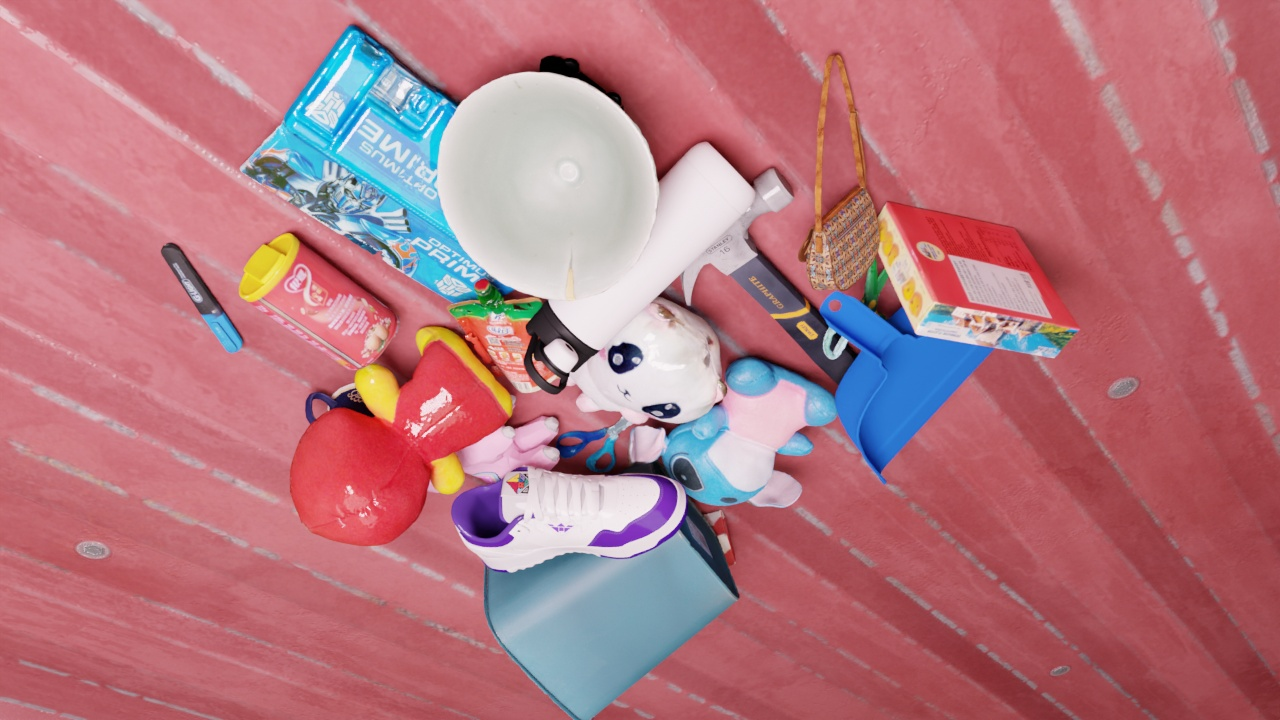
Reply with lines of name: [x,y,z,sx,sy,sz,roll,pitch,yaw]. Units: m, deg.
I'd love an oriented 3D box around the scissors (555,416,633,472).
scissors: [-0.036,0.074,0.997,0.083,0.016,0.135,25,124,-28]

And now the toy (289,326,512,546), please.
toy: [-0.219,0.074,0.833,0.147,0.215,0.099,48,159,-11]

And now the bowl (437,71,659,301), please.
bowl: [-0.065,-0.138,0.704,0.174,0.067,0.174,6,120,10]

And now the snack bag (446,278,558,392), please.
snack bag: [-0.121,-0.024,0.840,0.087,0.044,0.155,-2,150,12]

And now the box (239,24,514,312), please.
box: [-0.178,-0.127,0.745,0.176,0.060,0.243,-38,128,26]

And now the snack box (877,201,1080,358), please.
snack box: [0.291,-0.073,0.812,0.145,0.142,0.040,8,134,-17]

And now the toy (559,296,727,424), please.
toy: [-0.005,0.005,0.882,0.180,0.101,0.139,-22,114,36]

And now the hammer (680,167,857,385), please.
hammer: [0.157,-0.048,0.894,0.140,0.035,0.312,-34,131,22]

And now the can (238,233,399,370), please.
can: [-0.279,-0.049,0.800,0.067,0.066,0.124,-31,131,20]

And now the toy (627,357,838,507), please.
toy: [0.096,0.077,0.965,0.224,0.098,0.192,20,122,-26]

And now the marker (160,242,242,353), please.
marker: [-0.389,-0.053,0.815,0.018,0.015,0.123,-11,133,3]

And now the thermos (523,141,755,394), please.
thermos: [-0.005,-0.074,0.760,0.068,0.101,0.230,42,102,-18]

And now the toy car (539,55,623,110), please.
toy car: [-0.046,-0.196,0.709,0.091,0.042,0.036,31,134,-33]

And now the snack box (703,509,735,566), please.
snack box: [-0.019,0.256,1.158,0.273,0.044,0.077,-14,135,5]

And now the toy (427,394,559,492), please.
toy: [-0.169,0.100,0.966,0.158,0.067,0.123,-33,133,28]

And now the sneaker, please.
sneaker: [-0.080,0.142,0.909,0.245,0.091,0.111,-16,140,21]

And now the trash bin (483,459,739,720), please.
trash bin: [-0.029,0.242,1.023,0.219,0.199,0.196,-35,113,7]

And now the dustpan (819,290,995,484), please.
dustpan: [0.251,-0.007,0.883,0.257,0.059,0.246,30,107,-34]

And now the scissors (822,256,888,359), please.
scissors: [0.211,-0.053,0.878,0.108,0.012,0.132,-24,129,-23]

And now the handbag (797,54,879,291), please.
handbag: [0.159,-0.155,0.766,0.043,0.093,0.196,14,130,36]

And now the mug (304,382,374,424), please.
mug: [-0.281,0.077,0.907,0.111,0.089,0.086,30,123,-32]
